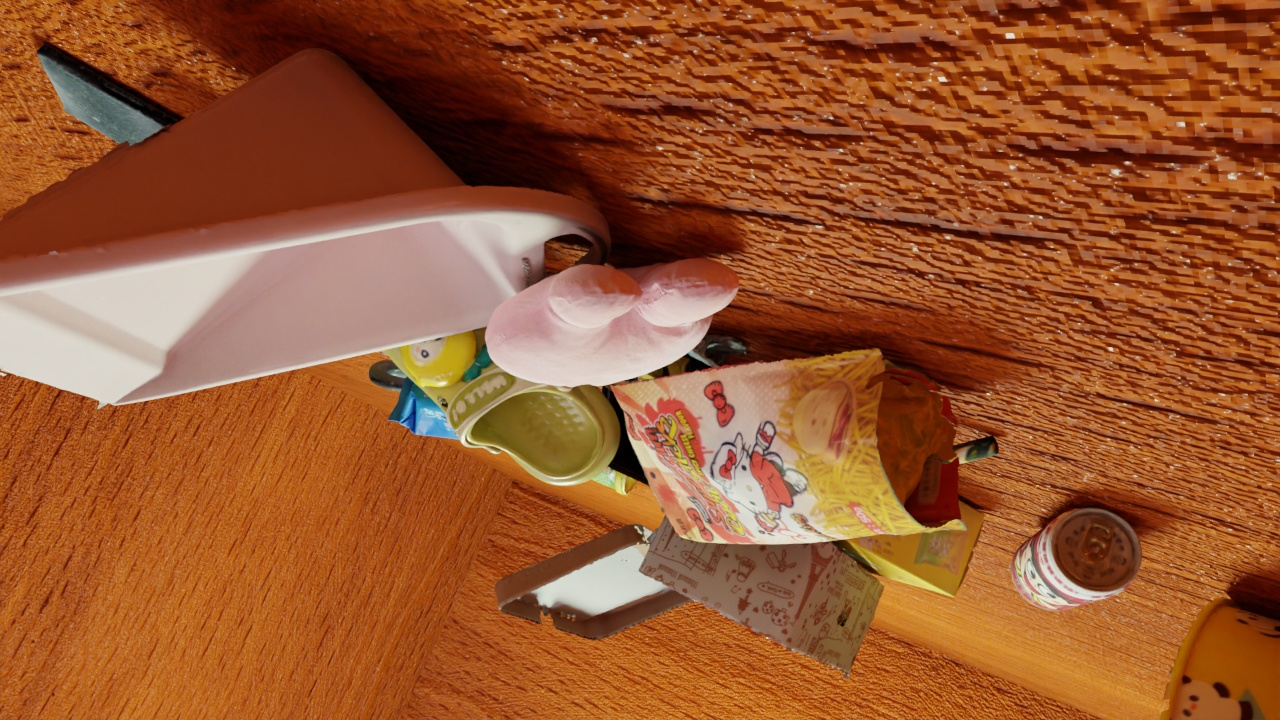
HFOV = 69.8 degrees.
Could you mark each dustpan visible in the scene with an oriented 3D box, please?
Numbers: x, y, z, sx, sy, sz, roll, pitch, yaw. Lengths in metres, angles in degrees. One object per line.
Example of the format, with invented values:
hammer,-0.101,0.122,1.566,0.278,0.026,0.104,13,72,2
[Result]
dustpan,-0.159,-0.024,0.441,0.139,0.273,0.223,49,172,4

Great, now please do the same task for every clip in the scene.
clip,0.041,-0.005,0.559,0.024,0.029,0.057,39,168,-32

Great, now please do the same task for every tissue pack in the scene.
tissue pack,-0.112,0.017,0.706,0.157,0.094,0.052,6,139,15

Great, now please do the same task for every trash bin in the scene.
trash bin,0.448,0.271,0.501,0.256,0.229,0.229,3,156,46

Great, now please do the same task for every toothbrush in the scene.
toothbrush,0.123,0.071,0.554,0.186,0.012,0.017,-21,121,36

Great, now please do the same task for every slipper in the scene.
slipper,-0.089,0.014,0.589,0.190,0.092,0.081,44,-170,-14

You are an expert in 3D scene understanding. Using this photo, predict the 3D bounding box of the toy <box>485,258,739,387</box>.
toy,-0.013,-0.021,0.466,0.121,0.054,0.160,-5,170,-21

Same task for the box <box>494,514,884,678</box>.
box,0.041,0.174,0.721,0.274,0.124,0.179,-6,154,25

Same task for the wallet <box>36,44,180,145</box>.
wallet,-0.363,-0.170,0.644,0.097,0.019,0.121,30,165,-19

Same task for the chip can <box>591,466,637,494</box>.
chip can,-0.100,0.085,1.077,0.221,0.072,0.072,20,167,19

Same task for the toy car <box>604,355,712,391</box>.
toy car,-0.004,0.004,0.630,0.156,0.041,0.071,26,166,3

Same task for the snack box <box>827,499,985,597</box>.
snack box,0.129,0.099,0.706,0.210,0.070,0.158,29,167,-21

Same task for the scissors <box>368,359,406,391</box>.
scissors,-0.161,0.003,0.799,0.173,0.019,0.178,18,-156,24

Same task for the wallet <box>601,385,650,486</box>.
wallet,0.017,0.070,0.771,0.122,0.096,0.020,29,130,-24

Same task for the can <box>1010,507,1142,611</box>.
can,0.277,0.130,0.590,0.053,0.053,0.133,20,167,18

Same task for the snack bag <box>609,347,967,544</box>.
snack bag,0.072,0.054,0.520,0.208,0.073,0.128,-13,112,49

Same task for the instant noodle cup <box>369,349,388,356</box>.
instant noodle cup,-0.224,-0.066,0.668,0.188,0.079,0.165,32,166,-30
